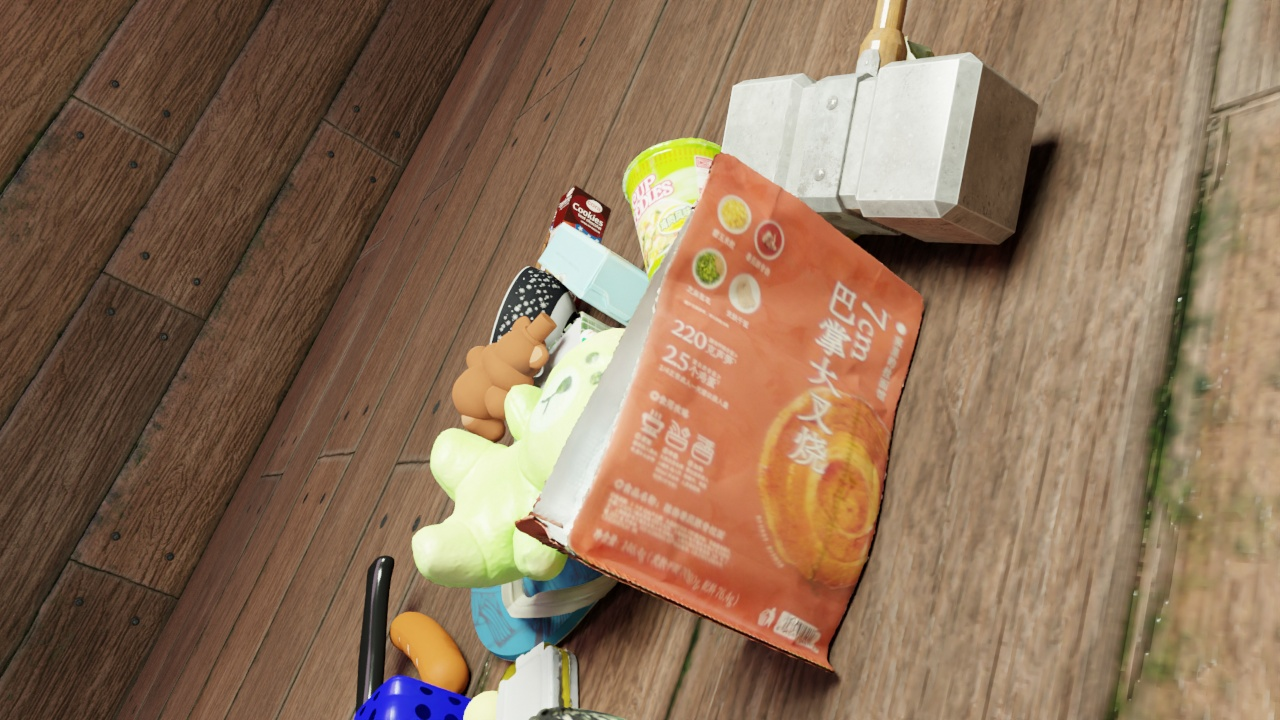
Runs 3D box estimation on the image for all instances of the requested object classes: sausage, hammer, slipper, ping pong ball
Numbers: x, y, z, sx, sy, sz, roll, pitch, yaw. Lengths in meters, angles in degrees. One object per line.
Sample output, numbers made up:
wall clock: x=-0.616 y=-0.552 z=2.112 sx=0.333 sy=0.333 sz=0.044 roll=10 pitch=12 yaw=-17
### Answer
sausage: x=-0.193 y=0.261 z=0.830 sx=0.164 sy=0.039 sz=0.044 roll=4 pitch=69 yaw=63
hammer: x=0.150 y=-0.232 z=0.527 sx=0.163 sy=0.082 sz=0.317 roll=11 pitch=92 yaw=47
slipper: x=-0.050 y=0.124 z=0.650 sx=0.296 sy=0.060 sz=0.118 roll=-37 pitch=58 yaw=34
ping pong ball: x=-0.109 y=0.263 z=0.672 sx=0.040 sy=0.040 sz=0.040 roll=-43 pitch=29 yaw=31
hammer: x=-0.242 y=0.323 z=0.812 sx=0.127 sy=0.029 sz=0.323 roll=-48 pitch=35 yaw=34

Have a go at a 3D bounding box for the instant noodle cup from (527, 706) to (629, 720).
instant noodle cup: x=-0.023 y=0.250 z=0.431 sx=0.112 sy=0.137 sz=0.137 roll=-67 pitch=24 yaw=4

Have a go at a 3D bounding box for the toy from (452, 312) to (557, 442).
toy: x=-0.121 y=0.011 z=0.849 sx=0.128 sy=0.065 sz=0.095 roll=-46 pitch=44 yaw=12

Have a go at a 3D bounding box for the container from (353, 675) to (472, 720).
container: x=-0.178 y=0.315 z=0.692 sx=0.085 sy=0.084 sz=0.113 roll=-47 pitch=26 yaw=28

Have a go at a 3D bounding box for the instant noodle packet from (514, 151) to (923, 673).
instant noodle packet: x=0.060 y=0.023 z=0.473 sx=0.084 sy=0.164 sz=0.220 roll=1 pitch=64 yaw=64

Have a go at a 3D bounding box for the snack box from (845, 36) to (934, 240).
snack box: x=0.137 y=-0.131 z=0.645 sx=0.181 sy=0.045 sz=0.121 roll=-35 pitch=37 yaw=39

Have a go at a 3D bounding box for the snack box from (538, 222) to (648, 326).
snack box: x=-0.037 y=-0.081 z=0.876 sx=0.053 sy=0.075 sz=0.174 roll=-58 pitch=25 yaw=6

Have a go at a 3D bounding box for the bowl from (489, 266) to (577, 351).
bowl: x=-0.099 y=-0.028 z=0.929 sx=0.120 sy=0.066 sz=0.120 roll=21 pitch=-92 yaw=-83

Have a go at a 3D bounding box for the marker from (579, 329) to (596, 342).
marker: x=-0.004 y=0.004 z=0.745 sx=0.145 sy=0.017 sz=0.017 roll=30 pitch=89 yaw=48

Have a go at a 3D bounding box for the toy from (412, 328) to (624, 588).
toy: x=-0.043 y=0.064 z=0.576 sx=0.197 sy=0.107 sz=0.150 roll=-25 pitch=37 yaw=16

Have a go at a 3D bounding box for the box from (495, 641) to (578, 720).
box: x=-0.065 y=0.282 z=0.587 sx=0.065 sy=0.037 sz=0.209 roll=-41 pitch=30 yaw=23

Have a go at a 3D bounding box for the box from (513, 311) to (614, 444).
box: x=-0.066 y=0.060 z=0.807 sx=0.118 sy=0.051 sz=0.205 roll=-48 pitch=26 yaw=31

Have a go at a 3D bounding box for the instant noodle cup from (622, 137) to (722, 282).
instant noodle cup: x=0.038 y=-0.106 z=0.741 sx=0.099 sy=0.098 sz=0.107 roll=-36 pitch=47 yaw=41

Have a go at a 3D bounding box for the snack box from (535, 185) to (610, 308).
snack box: x=-0.079 y=-0.123 z=1.028 sx=0.032 sy=0.051 sz=0.140 roll=-26 pitch=41 yaw=50
